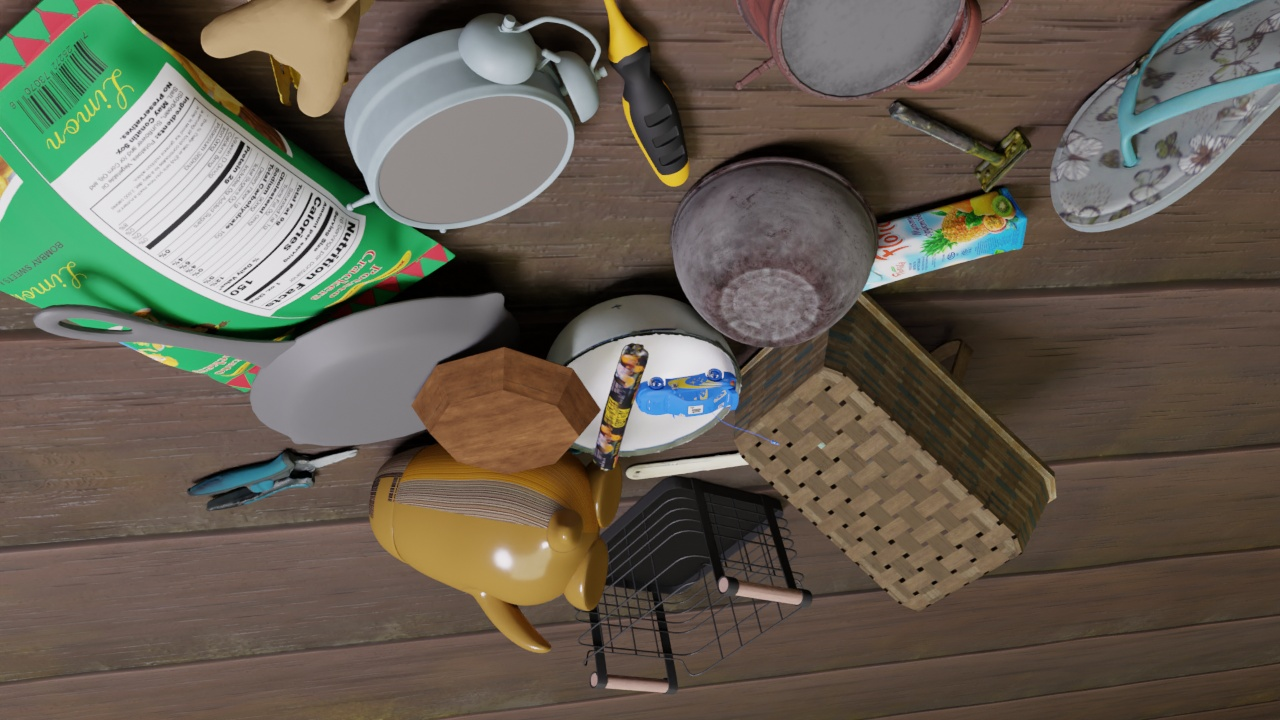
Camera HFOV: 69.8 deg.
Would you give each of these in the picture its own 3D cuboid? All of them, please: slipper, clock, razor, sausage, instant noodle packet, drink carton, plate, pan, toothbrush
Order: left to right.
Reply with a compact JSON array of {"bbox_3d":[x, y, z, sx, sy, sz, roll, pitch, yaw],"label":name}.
[{"bbox_3d":[-0.265,-0.074,0.528,0.196,0.090,0.252,-29,143,18],"label":"instant noodle packet"},{"bbox_3d":[-0.208,0.008,0.608,0.217,0.024,0.354,-33,156,23],"label":"pan"},{"bbox_3d":[-0.089,-0.132,0.508,0.160,0.045,0.122,-33,159,28],"label":"clock"},{"bbox_3d":[-0.096,0.043,0.657,0.131,0.025,0.131,-1,141,-1],"label":"plate"},{"bbox_3d":[-0.016,0.036,0.670,0.020,0.020,0.156,0,140,-15],"label":"sausage"},{"bbox_3d":[-0.006,-0.174,0.523,0.031,0.031,0.197,-30,138,-2],"label":"toothbrush"},{"bbox_3d":[0.126,-0.202,0.488,0.157,0.072,0.121,-8,141,-4],"label":"clock"},{"bbox_3d":[0.214,-0.088,0.674,0.129,0.044,0.039,-15,141,3],"label":"drink carton"},{"bbox_3d":[0.210,-0.150,0.617,0.105,0.026,0.043,16,136,-25],"label":"razor"},{"bbox_3d":[0.358,-0.190,0.553,0.269,0.098,0.054,-41,135,19],"label":"slipper"}]

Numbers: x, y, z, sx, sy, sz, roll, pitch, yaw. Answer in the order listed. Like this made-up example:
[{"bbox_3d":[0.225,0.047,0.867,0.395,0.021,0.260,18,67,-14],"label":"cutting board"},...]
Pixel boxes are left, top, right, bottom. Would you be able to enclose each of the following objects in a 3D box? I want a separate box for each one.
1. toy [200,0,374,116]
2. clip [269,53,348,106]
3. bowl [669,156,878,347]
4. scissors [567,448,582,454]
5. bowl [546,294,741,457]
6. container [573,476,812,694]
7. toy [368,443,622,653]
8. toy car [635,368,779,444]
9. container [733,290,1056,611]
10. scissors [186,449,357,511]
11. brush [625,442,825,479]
[{"bbox_3d":[-0.149,-0.178,0.426,0.106,0.108,0.134,-20,144,37],"label":"toy"},{"bbox_3d":[-0.186,-0.156,0.493,0.039,0.053,0.047,-21,170,12],"label":"clip"},{"bbox_3d":[0.089,-0.060,0.626,0.145,0.067,0.145,6,137,5],"label":"bowl"},{"bbox_3d":[-0.098,0.092,0.845,0.063,0.015,0.139,22,136,-29],"label":"scissors"},{"bbox_3d":[-0.004,0.004,0.708,0.153,0.072,0.154,-7,141,-6],"label":"bowl"},{"bbox_3d":[0.047,0.243,0.970,0.162,0.130,0.242,17,133,-32],"label":"container"},{"bbox_3d":[-0.130,0.132,0.780,0.203,0.198,0.162,6,167,15],"label":"toy"},{"bbox_3d":[0.046,0.041,0.657,0.092,0.061,0.033,-8,142,-5],"label":"toy car"},{"bbox_3d":[0.208,0.059,0.766,0.250,0.185,0.158,43,124,-4],"label":"container"},{"bbox_3d":[-0.319,0.098,0.786,0.137,0.019,0.130,13,135,-31],"label":"scissors"},{"bbox_3d":[0.093,0.097,0.899,0.217,0.012,0.033,-7,141,-4],"label":"brush"}]
